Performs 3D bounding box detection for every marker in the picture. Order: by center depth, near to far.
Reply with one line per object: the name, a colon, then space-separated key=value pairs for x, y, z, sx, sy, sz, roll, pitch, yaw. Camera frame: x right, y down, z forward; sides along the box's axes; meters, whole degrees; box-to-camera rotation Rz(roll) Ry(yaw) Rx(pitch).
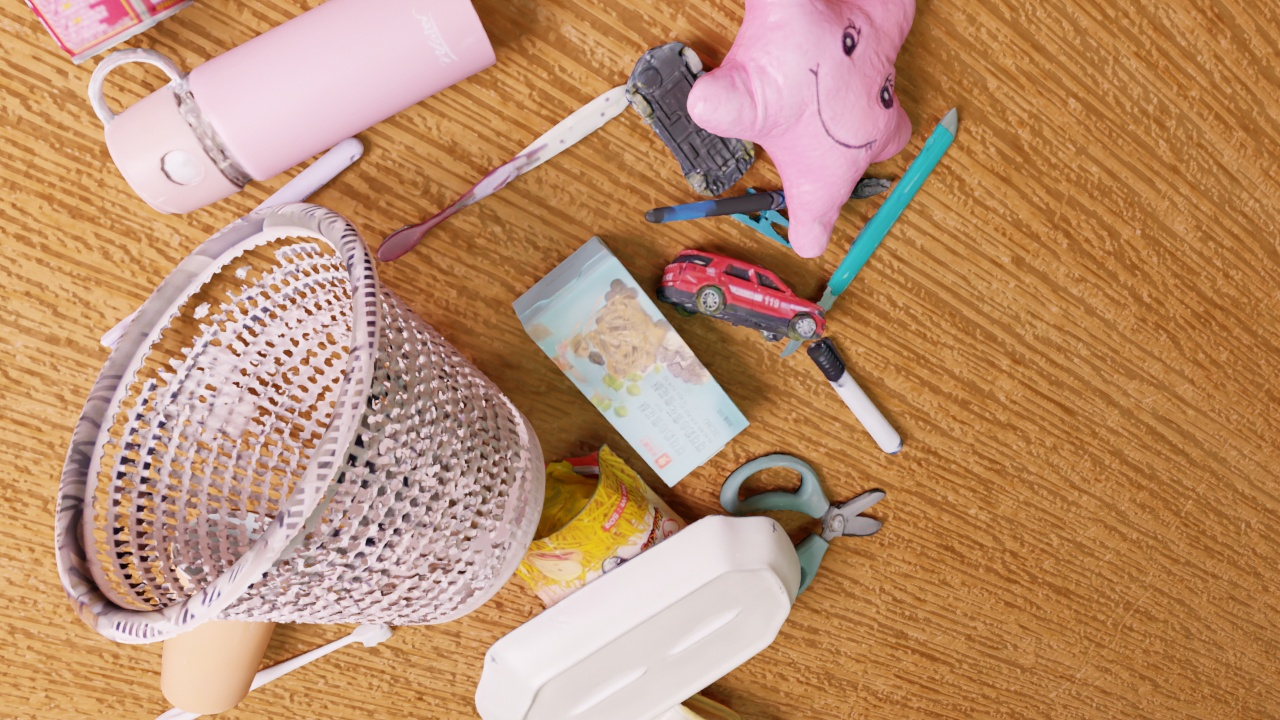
marker: x=0.170 y=0.030 z=0.716 sx=0.022 sy=0.018 sz=0.130 roll=-46 pitch=120 yaw=-3

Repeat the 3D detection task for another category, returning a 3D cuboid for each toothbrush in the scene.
toothbrush: x=-0.236 y=-0.068 z=0.536 sx=0.189 sy=0.029 sz=0.021 roll=-39 pitch=83 yaw=2
toothbrush: x=-0.084 y=-0.116 z=0.565 sx=0.187 sy=0.017 sz=0.016 roll=-34 pitch=118 yaw=-2
toothbrush: x=0.089 y=-0.106 z=0.609 sx=0.189 sy=0.016 sz=0.014 roll=-11 pitch=104 yaw=-23
toothbrush: x=-0.270 y=0.233 z=0.676 sx=0.180 sy=0.016 sz=0.016 roll=-22 pitch=126 yaw=-7

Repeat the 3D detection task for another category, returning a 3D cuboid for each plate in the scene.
plate: x=0.007 y=0.215 z=0.681 sx=0.265 sy=0.034 sz=0.162 roll=-30 pitch=128 yaw=-3

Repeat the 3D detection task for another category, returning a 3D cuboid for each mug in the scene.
mug: x=-0.279 y=0.171 z=0.611 sx=0.078 sy=0.078 sz=0.123 roll=13 pitch=115 yaw=-23

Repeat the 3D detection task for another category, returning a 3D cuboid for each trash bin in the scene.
trash bin: x=-0.165 y=0.057 z=0.515 sx=0.227 sy=0.227 sz=0.192 roll=-45 pitch=140 yaw=7

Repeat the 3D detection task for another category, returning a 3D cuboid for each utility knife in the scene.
utility knife: x=0.162 y=-0.087 z=0.656 sx=0.029 sy=0.013 sz=0.209 roll=19 pitch=109 yaw=-53

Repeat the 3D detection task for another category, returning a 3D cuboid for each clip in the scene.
clip: x=0.087 y=-0.095 z=0.630 sx=0.057 sy=0.014 sz=0.048 roll=27 pitch=102 yaw=-26

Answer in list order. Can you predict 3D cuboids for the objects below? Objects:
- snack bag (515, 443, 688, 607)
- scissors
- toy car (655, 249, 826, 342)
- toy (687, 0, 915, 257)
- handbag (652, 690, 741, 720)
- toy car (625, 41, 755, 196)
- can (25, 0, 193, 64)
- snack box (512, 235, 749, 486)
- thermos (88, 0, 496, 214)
snack bag: x=-0.013 y=0.160 z=0.696 sx=0.128 sy=0.073 sz=0.208 roll=-43 pitch=125 yaw=-9
scissors: x=0.129 y=0.151 z=0.749 sx=0.177 sy=0.019 sz=0.169 roll=14 pitch=95 yaw=-29
toy car: x=0.071 y=-0.043 z=0.628 sx=0.120 sy=0.053 sz=0.045 roll=18 pitch=86 yaw=-20
toy: x=0.110 y=-0.179 z=0.558 sx=0.178 sy=0.075 sz=0.194 roll=-53 pitch=128 yaw=-9
handbag: x=-0.010 y=0.340 z=0.787 sx=0.178 sy=0.063 sz=0.163 roll=40 pitch=99 yaw=-26
toy car: x=0.030 y=-0.151 z=0.573 sx=0.049 sy=0.031 sz=0.105 roll=-41 pitch=124 yaw=1
can: x=-0.269 y=-0.198 z=0.433 sx=0.066 sy=0.066 sz=0.094 roll=-29 pitch=121 yaw=-3
snack box: x=-0.004 y=0.004 z=0.627 sx=0.074 sy=0.051 sz=0.175 roll=-39 pitch=120 yaw=3
thermos: x=-0.183 y=-0.153 z=0.483 sx=0.198 sy=0.067 sz=0.087 roll=-27 pitch=126 yaw=-3
